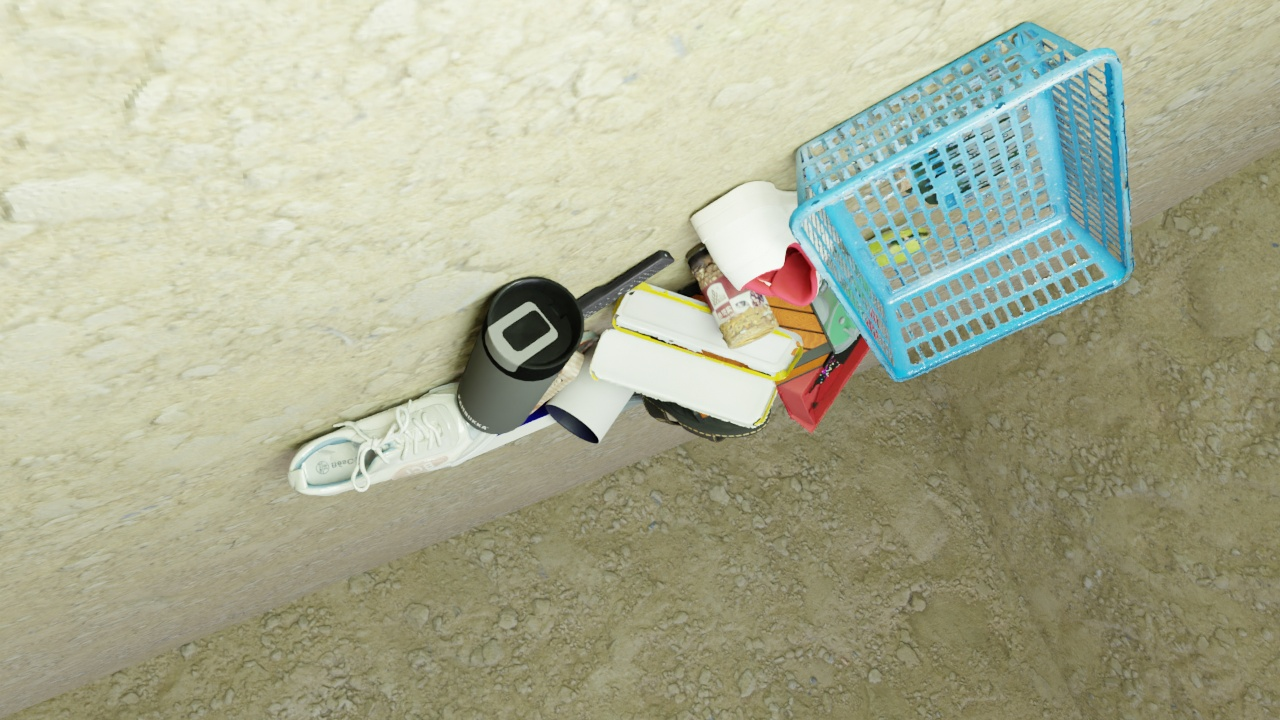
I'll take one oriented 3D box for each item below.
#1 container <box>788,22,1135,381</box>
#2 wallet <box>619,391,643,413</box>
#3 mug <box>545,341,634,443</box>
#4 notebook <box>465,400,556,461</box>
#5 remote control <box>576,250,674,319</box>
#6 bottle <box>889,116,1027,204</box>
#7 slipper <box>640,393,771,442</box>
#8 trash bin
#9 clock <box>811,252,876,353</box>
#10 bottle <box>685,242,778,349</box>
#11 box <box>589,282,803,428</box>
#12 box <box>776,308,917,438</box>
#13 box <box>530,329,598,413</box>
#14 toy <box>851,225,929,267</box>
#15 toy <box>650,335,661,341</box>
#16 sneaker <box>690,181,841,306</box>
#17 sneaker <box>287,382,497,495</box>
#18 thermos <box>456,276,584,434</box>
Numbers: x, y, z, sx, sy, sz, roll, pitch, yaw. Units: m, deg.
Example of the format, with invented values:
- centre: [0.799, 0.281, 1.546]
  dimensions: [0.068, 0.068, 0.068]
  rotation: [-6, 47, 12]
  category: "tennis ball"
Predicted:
- centre: [0.291, -0.128, 0.828]
  dimensions: [0.258, 0.089, 0.362]
  rotation: [-27, 148, 17]
  category: "container"
- centre: [-0.053, 0.060, 1.430]
  dimensions: [0.100, 0.054, 0.132]
  rotation: [-3, 161, -40]
  category: "wallet"
- centre: [-0.067, 0.036, 1.124]
  dimensions: [0.112, 0.078, 0.096]
  rotation: [14, -118, 45]
  category: "mug"
- centre: [-0.145, 0.075, 1.234]
  dimensions: [0.209, 0.022, 0.171]
  rotation: [-23, -172, -7]
  category: "notebook"
- centre: [-0.028, -0.070, 0.904]
  dimensions: [0.137, 0.015, 0.032]
  rotation: [-31, 168, 24]
  category: "remote control"
- centre: [0.301, -0.191, 0.892]
  dimensions: [0.131, 0.061, 0.061]
  rotation: [-21, 167, -17]
  category: "bottle"
- centre: [0.078, 0.055, 1.261]
  dimensions: [0.112, 0.076, 0.268]
  rotation: [-39, -146, -19]
  category: "slipper"
- centre: [0.119, -0.028, 1.101]
  dimensions: [0.172, 0.139, 0.139]
  rotation: [-24, 170, 3]
  category: "trash bin"
- centre: [0.260, -0.080, 1.228]
  dimensions: [0.122, 0.075, 0.161]
  rotation: [-60, 148, -2]
  category: "clock"
- centre: [0.092, -0.069, 0.921]
  dimensions: [0.056, 0.105, 0.056]
  rotation: [-23, 170, -4]
  category: "bottle"
- centre: [0.060, -0.004, 0.982]
  dimensions: [0.209, 0.036, 0.130]
  rotation: [17, 119, -14]
  category: "box"
- centre: [0.307, -0.006, 1.481]
  dimensions: [0.214, 0.153, 0.165]
  rotation: [-53, -167, -9]
  category: "box"
- centre: [-0.112, 0.019, 1.109]
  dimensions: [0.042, 0.082, 0.187]
  rotation: [30, 147, -18]
  category: "box"
- centre: [0.332, -0.149, 1.242]
  dimensions: [0.092, 0.046, 0.115]
  rotation: [-19, 176, -20]
  category: "toy"
- centre: [-0.007, 0.007, 1.223]
  dimensions: [0.095, 0.065, 0.128]
  rotation: [-30, 177, -11]
  category: "toy"
- centre: [0.142, -0.101, 0.874]
  dimensions: [0.090, 0.104, 0.236]
  rotation: [-29, 169, 28]
  category: "sneaker"
- centre: [-0.257, 0.090, 0.980]
  dimensions: [0.242, 0.089, 0.091]
  rotation: [-19, -175, -7]
  category: "sneaker"
- centre: [-0.121, 0.003, 0.876]
  dimensions: [0.082, 0.082, 0.241]
  rotation: [-20, 169, -22]
  category: "thermos"
